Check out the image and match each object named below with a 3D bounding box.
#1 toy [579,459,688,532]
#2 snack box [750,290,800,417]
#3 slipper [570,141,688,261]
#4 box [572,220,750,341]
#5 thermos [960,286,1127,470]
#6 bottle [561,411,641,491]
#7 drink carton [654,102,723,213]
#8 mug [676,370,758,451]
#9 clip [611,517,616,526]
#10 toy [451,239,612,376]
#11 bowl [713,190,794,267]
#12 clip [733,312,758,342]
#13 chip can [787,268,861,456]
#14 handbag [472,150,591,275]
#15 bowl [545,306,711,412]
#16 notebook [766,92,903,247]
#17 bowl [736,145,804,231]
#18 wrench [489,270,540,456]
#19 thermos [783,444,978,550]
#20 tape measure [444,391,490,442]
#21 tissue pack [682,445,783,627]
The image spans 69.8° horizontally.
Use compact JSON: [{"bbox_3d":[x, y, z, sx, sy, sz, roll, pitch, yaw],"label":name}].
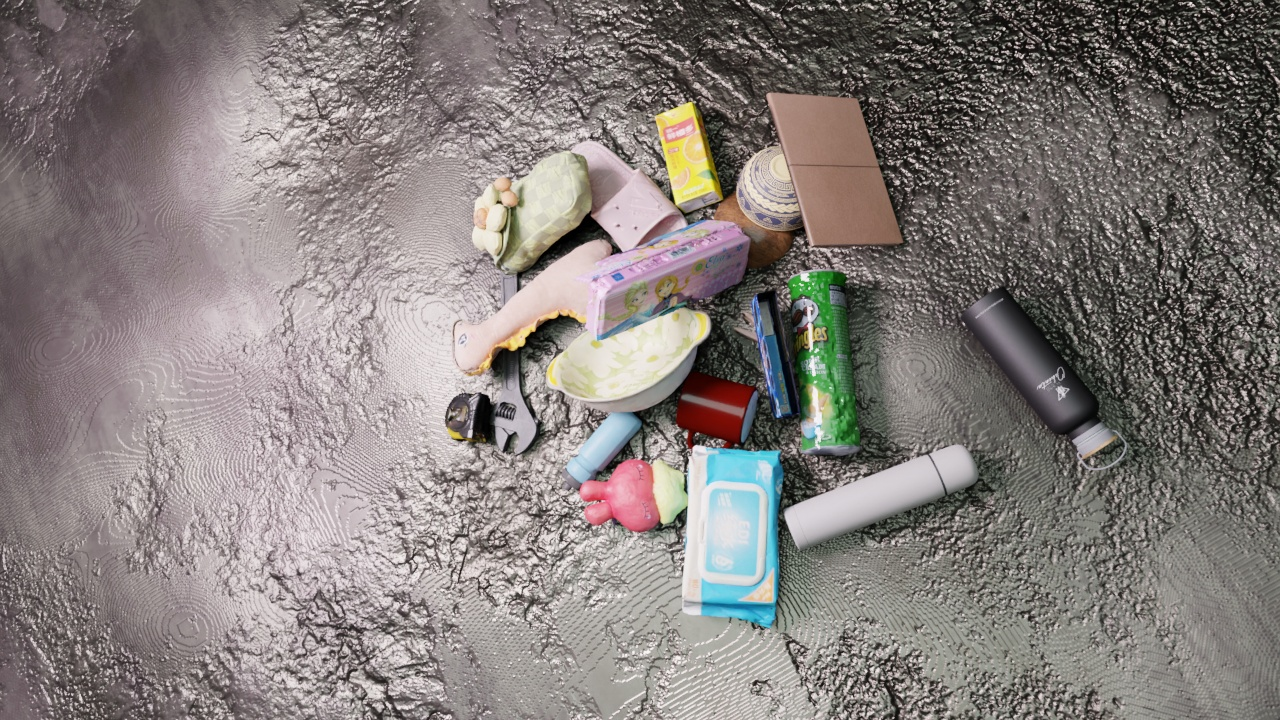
[{"bbox_3d":[-0.008,0.168,1.144,0.135,0.045,0.091,-6,70,-1],"label":"toy"},{"bbox_3d":[0.163,-0.006,1.112,0.027,0.082,0.150,-10,85,0],"label":"snack box"},{"bbox_3d":[-0.022,-0.213,1.227,0.094,0.064,0.239,-42,70,2],"label":"slipper"},{"bbox_3d":[0.019,-0.116,1.138,0.229,0.085,0.096,-24,53,-26],"label":"box"},{"bbox_3d":[0.465,0.023,1.052,0.061,0.061,0.231,-35,72,5],"label":"thermos"},{"bbox_3d":[-0.054,0.116,1.175,0.040,0.040,0.130,41,90,19],"label":"bottle"},{"bbox_3d":[0.065,-0.272,1.227,0.059,0.043,0.134,-18,75,19],"label":"drink carton"},{"bbox_3d":[0.093,0.073,1.138,0.082,0.073,0.106,15,110,17],"label":"mug"},{"bbox_3d":[-0.032,0.185,1.170,0.036,0.013,0.053,-3,75,13],"label":"clip"},{"bbox_3d":[-0.122,-0.054,1.202,0.264,0.065,0.196,-39,54,-8],"label":"toy"},{"bbox_3d":[0.146,-0.178,1.196,0.102,0.026,0.114,-26,73,8],"label":"bowl"},{"bbox_3d":[0.144,-0.031,1.166,0.061,0.025,0.043,39,90,13],"label":"clip"},{"bbox_3d":[0.223,0.005,1.113,0.075,0.075,0.223,-5,77,13],"label":"chip can"},{"bbox_3d":[-0.152,-0.205,1.217,0.187,0.116,0.113,-34,62,32],"label":"handbag"},{"bbox_3d":[-0.007,0.007,1.148,0.219,0.060,0.188,-18,33,13],"label":"bowl"},{"bbox_3d":[0.243,-0.239,1.148,0.141,0.008,0.209,-5,73,-27],"label":"notebook"},{"bbox_3d":[0.181,-0.228,1.164,0.112,0.061,0.112,0,67,0],"label":"bowl"},{"bbox_3d":[-0.174,-0.006,1.246,0.073,0.018,0.273,-7,75,12],"label":"wrench"},{"bbox_3d":[0.281,0.159,1.074,0.224,0.052,0.052,-23,73,9],"label":"thermos"},{"bbox_3d":[-0.232,0.074,1.222,0.063,0.038,0.067,-3,76,39],"label":"tape measure"},{"bbox_3d":[0.110,0.209,1.098,0.117,0.066,0.209,2,80,7],"label":"tissue pack"}]
